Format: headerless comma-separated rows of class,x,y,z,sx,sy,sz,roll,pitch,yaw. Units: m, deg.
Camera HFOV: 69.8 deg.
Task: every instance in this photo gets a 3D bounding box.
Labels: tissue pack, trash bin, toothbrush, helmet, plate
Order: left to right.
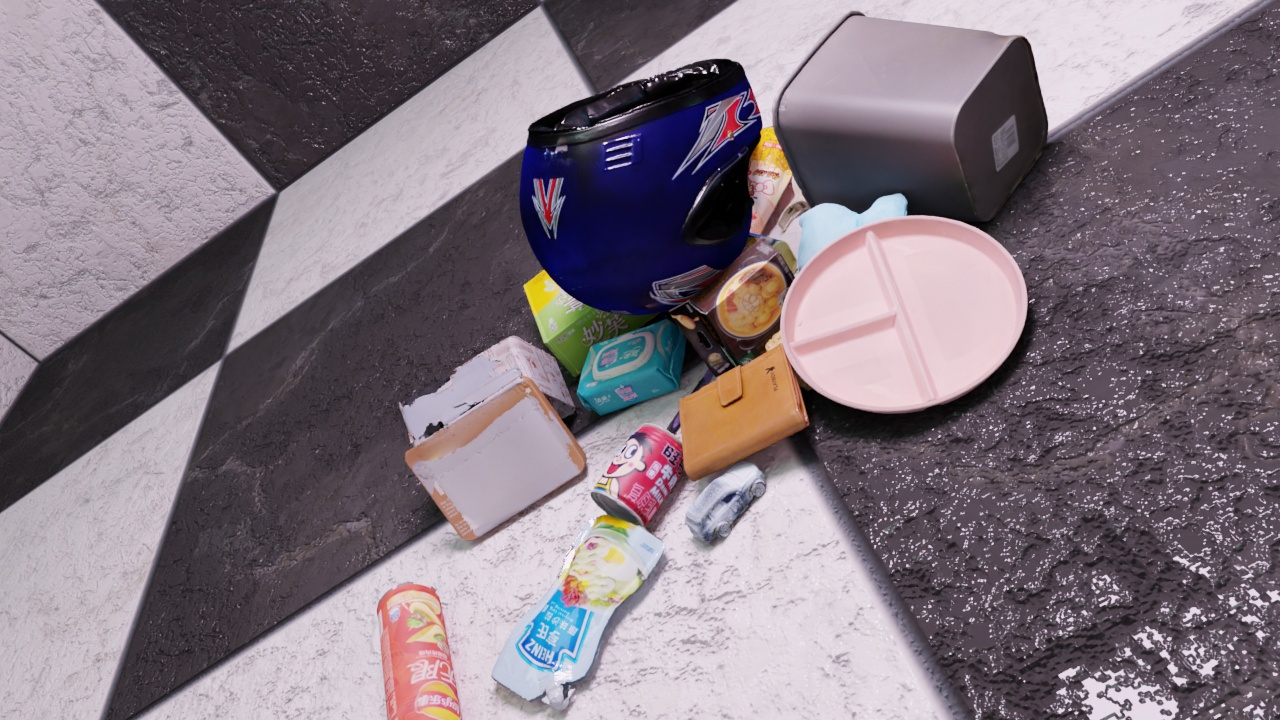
tissue pack,-0.006,0.006,1.098,0.134,0.050,0.093,-19,36,25
helmet,0.016,-0.184,1.035,0.248,0.240,0.314,10,35,42
toothbrush,0.044,0.062,1.018,0.017,0.014,0.188,-8,42,57
plate,0.250,-0.045,0.888,0.230,0.028,0.229,-13,52,17
trash bin,0.304,-0.261,1.019,0.220,0.199,0.198,22,67,45

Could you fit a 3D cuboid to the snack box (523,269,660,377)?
snack box,-0.066,-0.089,1.240,0.158,0.070,0.210,-37,29,5

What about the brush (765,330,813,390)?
brush,0.241,-0.044,0.942,0.255,0.046,0.083,-28,35,7

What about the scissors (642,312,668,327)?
scissors,0.008,-0.079,1.226,0.166,0.012,0.156,-18,38,32

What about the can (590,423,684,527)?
can,0.001,0.118,0.939,0.067,0.066,0.093,9,55,49

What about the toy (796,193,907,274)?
toy,0.234,-0.126,1.016,0.157,0.049,0.161,-44,51,29

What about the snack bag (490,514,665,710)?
snack bag,-0.061,0.238,0.880,0.110,0.039,0.190,17,61,39

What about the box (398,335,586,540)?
box,-0.163,0.098,1.085,0.183,0.155,0.187,-30,70,12

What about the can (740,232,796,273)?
can,0.126,-0.107,1.107,0.102,0.057,0.083,-47,36,-13

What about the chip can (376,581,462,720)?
chip can,-0.219,0.314,0.905,0.073,0.073,0.216,-37,33,1

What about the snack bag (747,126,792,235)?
snack bag,0.139,-0.213,1.230,0.129,0.073,0.207,14,66,50

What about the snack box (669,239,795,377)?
snack box,0.115,-0.047,0.990,0.125,0.113,0.053,-41,34,-4

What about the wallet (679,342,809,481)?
wallet,0.099,0.051,0.911,0.132,0.031,0.107,-29,39,23

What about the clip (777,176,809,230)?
clip,0.211,-0.210,1.174,0.071,0.034,0.099,-3,51,40

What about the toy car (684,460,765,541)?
toy car,0.080,0.132,0.879,0.090,0.034,0.043,-45,31,-14
